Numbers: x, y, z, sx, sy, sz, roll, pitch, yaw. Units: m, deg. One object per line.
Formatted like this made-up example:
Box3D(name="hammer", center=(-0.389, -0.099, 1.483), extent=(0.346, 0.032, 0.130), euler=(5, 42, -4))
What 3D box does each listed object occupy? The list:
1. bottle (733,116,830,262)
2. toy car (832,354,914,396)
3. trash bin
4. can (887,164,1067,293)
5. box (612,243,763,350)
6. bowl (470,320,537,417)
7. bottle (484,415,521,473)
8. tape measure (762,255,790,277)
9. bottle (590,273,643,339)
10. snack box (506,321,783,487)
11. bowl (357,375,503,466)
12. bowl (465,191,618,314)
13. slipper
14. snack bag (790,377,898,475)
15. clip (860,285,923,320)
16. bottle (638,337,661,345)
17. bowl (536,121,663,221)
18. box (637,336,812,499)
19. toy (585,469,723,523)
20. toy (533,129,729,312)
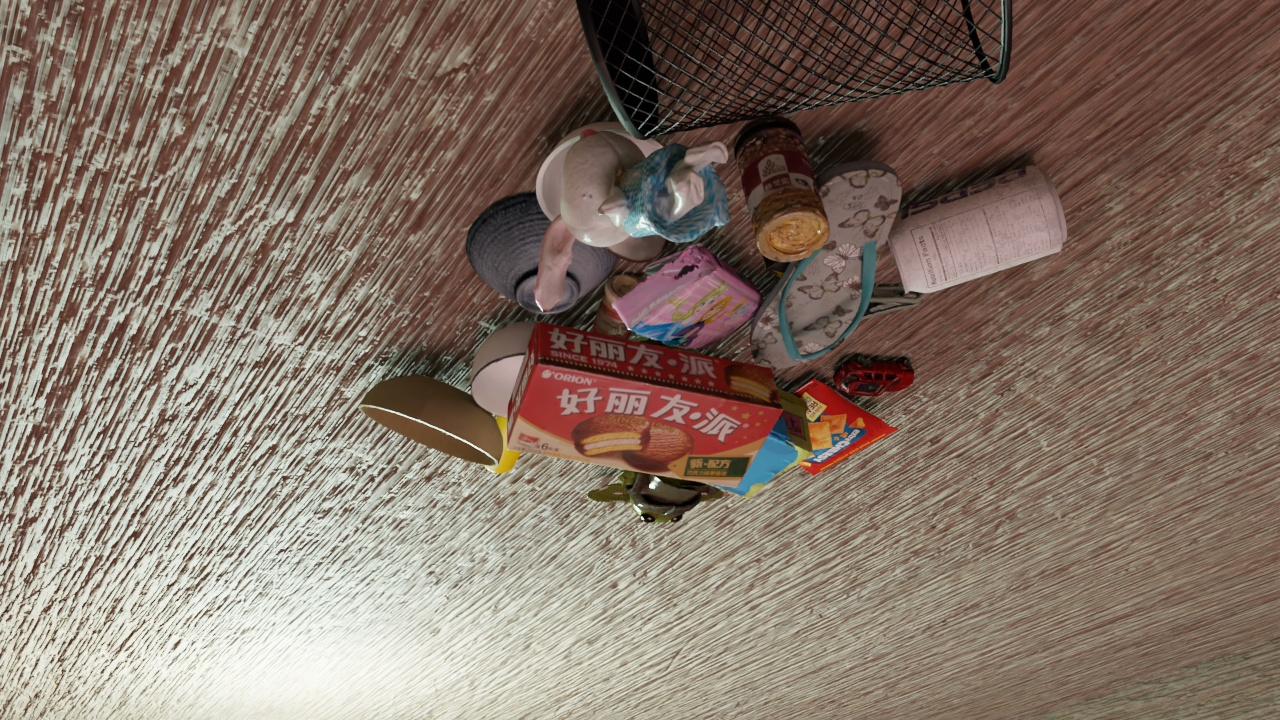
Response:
Box3D(name="bottle", center=(0.108, -0.133, 0.708), extent=(0.056, 0.105, 0.056), euler=(-5, 145, -4))
Box3D(name="toy car", center=(0.259, 0.018, 1.012), extent=(0.091, 0.036, 0.042), euler=(0, 144, -20))
Box3D(name="trash bin", center=(0.081, -0.224, 0.525), extent=(0.210, 0.183, 0.184), euler=(-11, 145, 16))
Box3D(name="can", center=(0.287, -0.111, 0.794), extent=(0.136, 0.078, 0.078), euler=(-18, 143, 15))
Box3D(name="box", center=(0.045, -0.055, 0.786), extent=(0.085, 0.053, 0.230), euler=(-37, 167, 13))
Box3D(name="bowl", center=(-0.110, 0.003, 0.900), extent=(0.113, 0.063, 0.114), euler=(-5, 144, -4))
Box3D(name="bottle", center=(-0.138, 0.072, 1.009), extent=(0.043, 0.043, 0.144), euler=(9, 142, -21))
Box3D(name="tape measure", center=(0.152, -0.097, 0.825), extent=(0.064, 0.037, 0.066), euler=(19, 140, -31))
Box3D(name="bottle", center=(-0.025, -0.035, 0.878), extent=(0.044, 0.044, 0.109), euler=(4, 142, -16))
Box3D(name="snack box", center=(0.002, 0.045, 0.854), extent=(0.236, 0.060, 0.113), euler=(11, 129, -17))
Box3D(name="bowl", center=(-0.206, 0.055, 0.939), extent=(0.152, 0.050, 0.152), euler=(19, 163, 6))
Box3D(name="bowl", center=(-0.082, -0.078, 0.796), extent=(0.137, 0.057, 0.137), euler=(-5, 145, -4))
Box3D(name="slipper", center=(0.167, -0.060, 0.802), extent=(0.098, 0.054, 0.269), euler=(0, 144, -10))
Box3D(name="snack bag", center=(0.204, 0.079, 1.080), extent=(0.144, 0.039, 0.131), euler=(29, 132, -29))
Box3D(name="clip", center=(0.242, -0.060, 0.907), extent=(0.076, 0.023, 0.059), euler=(-7, 146, 4))
Box3D(name="bottle", center=(-0.005, 0.005, 0.886), extent=(0.030, 0.030, 0.113), euler=(19, 123, -32))
Box3D(name="bowl", center=(-0.027, -0.149, 0.718), extent=(0.110, 0.040, 0.110), euler=(-5, 143, -4))
Box3D(name="box", center=(0.066, 0.065, 0.988), extent=(0.220, 0.080, 0.125), euler=(20, 136, -26))
Box3D(name="toy", center=(0.036, 0.148, 1.115), extent=(0.179, 0.078, 0.153), euler=(3, 146, -18))
Box3D(name="toy", center=(-0.013, -0.114, 0.633), extent=(0.130, 0.105, 0.206), euler=(-33, -174, -25))
